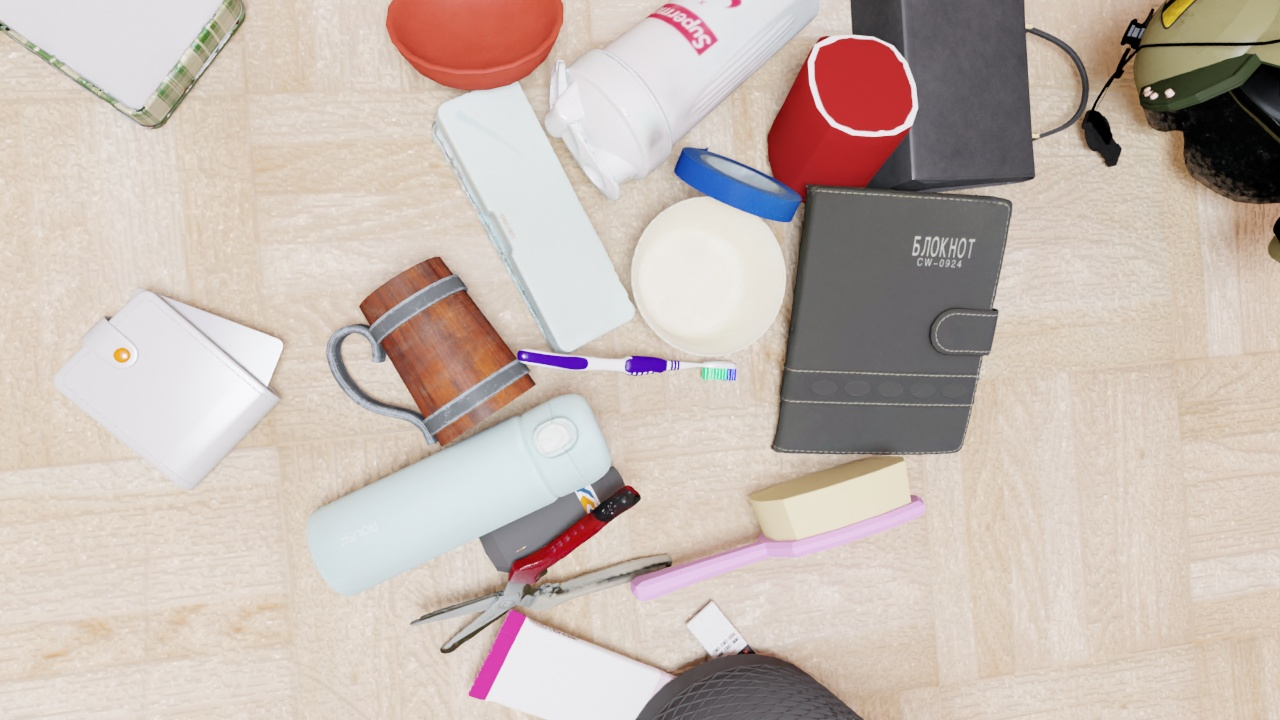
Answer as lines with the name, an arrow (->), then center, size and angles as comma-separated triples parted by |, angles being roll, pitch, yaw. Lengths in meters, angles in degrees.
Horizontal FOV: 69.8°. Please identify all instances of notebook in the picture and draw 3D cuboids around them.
notebook -> 0.194, -0.026, 0.708 | 0.169, 0.029, 0.209 | 2, 109, -10

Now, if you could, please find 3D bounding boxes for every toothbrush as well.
toothbrush -> -0.004, 0.004, 0.671 | 0.186, 0.015, 0.016 | 3, 92, -31

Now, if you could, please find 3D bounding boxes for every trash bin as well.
trash bin -> 0.101, 0.329, 0.600 | 0.217, 0.227, 0.218 | -2, 97, -15

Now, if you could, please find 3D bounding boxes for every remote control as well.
remote control -> 0.083, 0.243, 0.718 | 0.028, 0.012, 0.124 | -40, 98, -9

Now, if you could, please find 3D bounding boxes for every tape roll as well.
tape roll -> 0.071, -0.128, 0.667 | 0.093, 0.091, 0.016 | 29, 113, 13

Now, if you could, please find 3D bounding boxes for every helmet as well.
helmet -> 0.476, -0.191, 0.669 | 0.250, 0.256, 0.232 | 45, 84, -10

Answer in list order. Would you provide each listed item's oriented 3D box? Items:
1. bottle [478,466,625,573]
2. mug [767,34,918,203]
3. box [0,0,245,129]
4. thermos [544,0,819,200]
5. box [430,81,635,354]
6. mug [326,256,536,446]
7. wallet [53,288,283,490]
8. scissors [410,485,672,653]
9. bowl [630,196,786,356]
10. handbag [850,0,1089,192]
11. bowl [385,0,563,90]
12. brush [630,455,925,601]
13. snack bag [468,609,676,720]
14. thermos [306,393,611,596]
bottle -> -0.063, 0.113, 0.669 | 0.112, 0.047, 0.047 | -29, 96, -10
mug -> 0.144, -0.190, 0.683 | 0.080, 0.097, 0.116 | -3, 72, -11
box -> -0.380, -0.257, 0.603 | 0.205, 0.050, 0.117 | 34, 86, -10
thermos -> 0.030, -0.221, 0.672 | 0.220, 0.099, 0.099 | -42, 98, -14
box -> -0.075, -0.104, 0.668 | 0.083, 0.067, 0.199 | -28, 94, 8
mug -> -0.151, 0.002, 0.641 | 0.117, 0.081, 0.111 | -33, 93, 8
wallet -> -0.310, 0.007, 0.622 | 0.118, 0.037, 0.115 | 44, 81, -12
scissors -> -0.057, 0.155, 0.662 | 0.179, 0.015, 0.199 | 15, 124, -39
bowl -> 0.043, -0.060, 0.685 | 0.115, 0.062, 0.115 | 0, 90, -12
handbag -> 0.278, -0.226, 0.737 | 0.195, 0.072, 0.175 | -4, 91, -16
bowl -> -0.114, -0.230, 0.647 | 0.122, 0.035, 0.121 | 0, 58, -1
brush -> 0.098, 0.123, 0.683 | 0.228, 0.089, 0.043 | -15, 88, -12
snack bag -> -0.025, 0.249, 0.683 | 0.196, 0.016, 0.070 | 26, 89, -18
thermos -> -0.120, 0.089, 0.628 | 0.207, 0.078, 0.065 | -25, 74, 1
